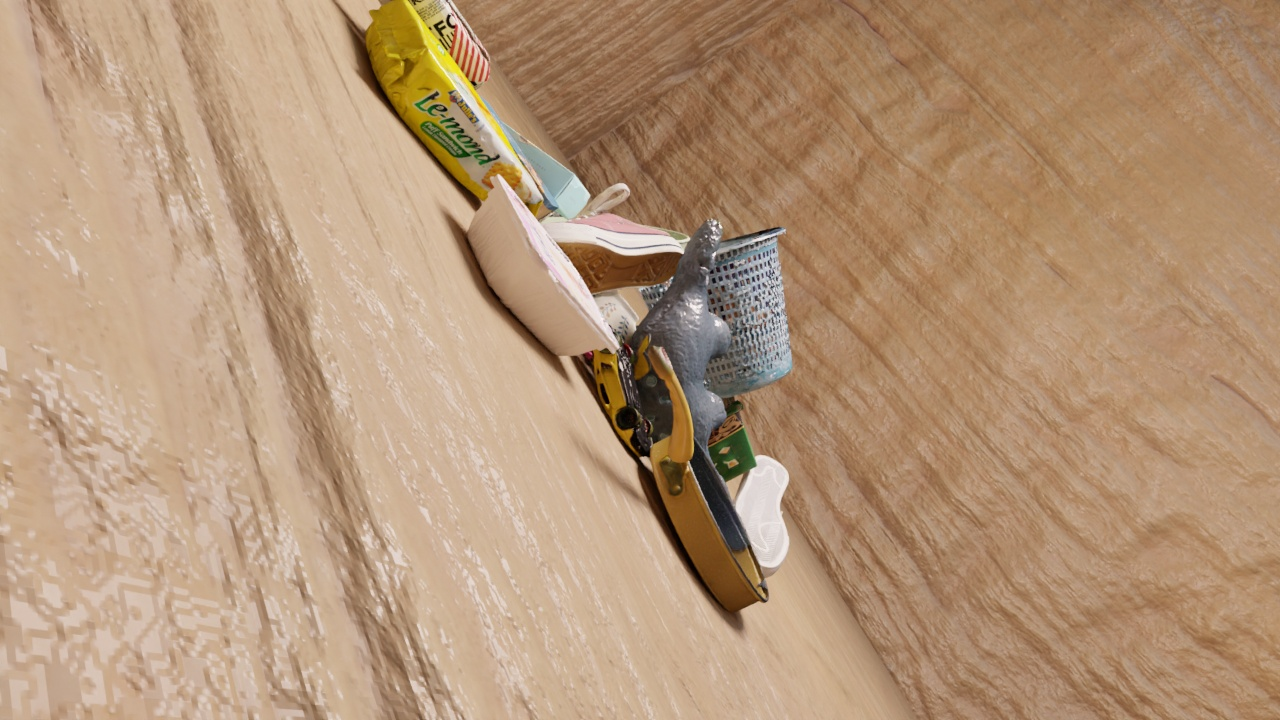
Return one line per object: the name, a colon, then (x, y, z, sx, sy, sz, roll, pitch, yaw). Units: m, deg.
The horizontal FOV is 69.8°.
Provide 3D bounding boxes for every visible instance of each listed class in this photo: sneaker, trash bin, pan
sneaker: (0.150, 0.227, 1.259, 0.089, 0.091, 0.241, 27, 27, -1)
trash bin: (0.110, -0.058, 1.247, 0.226, 0.226, 0.195, -81, 155, -82)
pan: (0.055, 0.109, 0.887, 0.357, 0.078, 0.197, 55, 10, -45)
sneaker: (-0.055, -0.133, 1.038, 0.240, 0.119, 0.088, -6, 52, -44)

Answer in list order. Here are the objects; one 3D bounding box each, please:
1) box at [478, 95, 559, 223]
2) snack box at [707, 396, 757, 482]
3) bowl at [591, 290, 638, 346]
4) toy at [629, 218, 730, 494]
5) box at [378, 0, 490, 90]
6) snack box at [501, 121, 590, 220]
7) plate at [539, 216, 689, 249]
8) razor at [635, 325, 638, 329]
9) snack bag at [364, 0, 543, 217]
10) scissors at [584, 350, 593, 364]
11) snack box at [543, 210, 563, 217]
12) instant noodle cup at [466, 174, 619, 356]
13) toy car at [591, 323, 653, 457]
box: (-0.181, -0.257, 1.185, 0.184, 0.062, 0.089, 57, 5, -8)
snack box: (0.107, 0.111, 1.306, 0.105, 0.117, 0.118, 59, 7, -19)
bowl: (-0.042, -0.050, 1.093, 0.113, 0.062, 0.113, 50, -1, 1)
toy: (0.047, 0.016, 1.065, 0.091, 0.137, 0.356, -152, -120, -67)
box: (-0.226, -0.362, 1.013, 0.164, 0.072, 0.060, 48, 2, -44)
snack box: (-0.156, -0.272, 1.294, 0.175, 0.051, 0.074, 39, 0, 19)
plate: (-0.045, -0.175, 1.294, 0.230, 0.230, 0.027, -103, -161, -75)
razor: (-0.007, 0.007, 1.192, 0.062, 0.068, 0.167, 54, 12, -31)
snack bag: (-0.201, -0.260, 0.983, 0.246, 0.068, 0.158, 51, 7, -45)
scissors: (-0.050, -0.001, 1.095, 0.133, 0.017, 0.133, 52, 2, -2)
snack box: (-0.104, -0.169, 1.444, 0.113, 0.053, 0.125, 59, 11, 21)
instant noodle cup: (-0.097, -0.076, 0.865, 0.173, 0.060, 0.138, 48, 10, -52)
toy car: (-0.022, 0.032, 0.976, 0.071, 0.041, 0.155, 43, 29, -69)
